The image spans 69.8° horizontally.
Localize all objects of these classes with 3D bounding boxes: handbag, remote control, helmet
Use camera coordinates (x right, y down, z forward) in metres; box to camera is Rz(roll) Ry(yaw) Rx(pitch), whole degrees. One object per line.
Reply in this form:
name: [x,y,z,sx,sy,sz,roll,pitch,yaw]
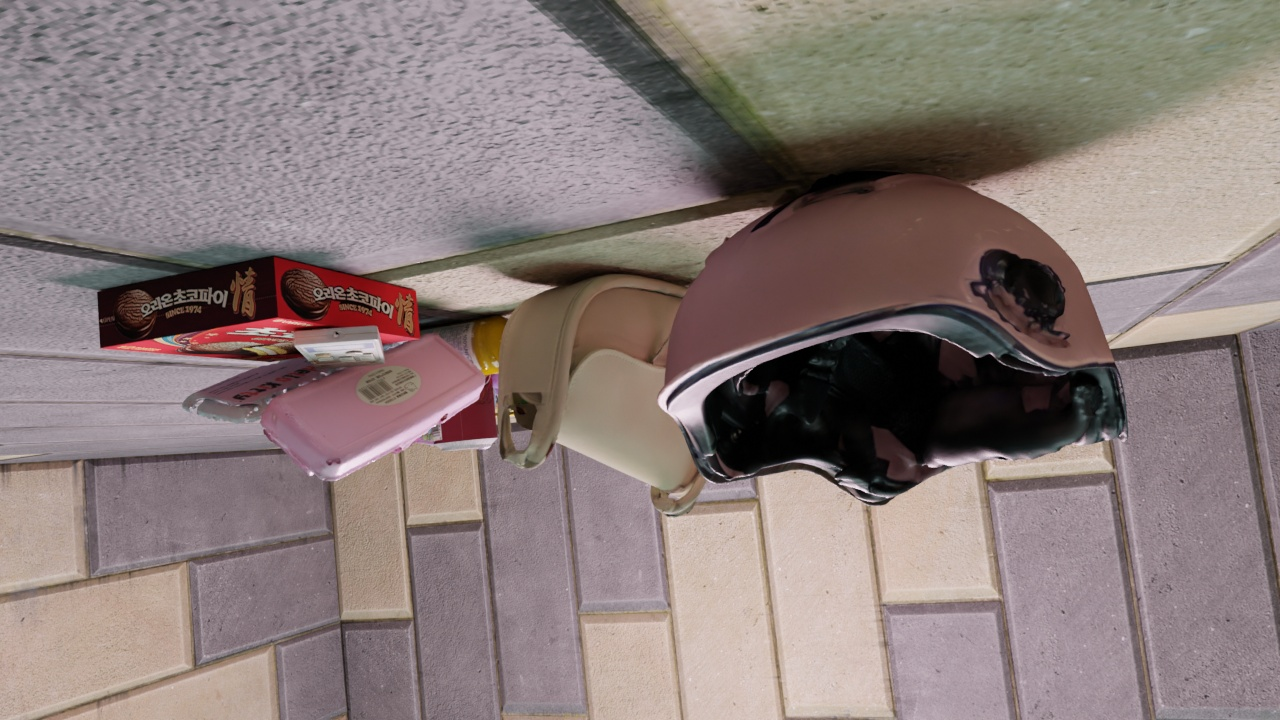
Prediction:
handbag: [0.006,0.014,0.702,0.132,0.183,0.229,-14,153,37]
remote control: [-0.204,-0.007,0.632,0.050,0.011,0.136,-5,174,-14]
helmet: [0.131,-0.017,0.513,0.255,0.152,0.231,10,158,-26]

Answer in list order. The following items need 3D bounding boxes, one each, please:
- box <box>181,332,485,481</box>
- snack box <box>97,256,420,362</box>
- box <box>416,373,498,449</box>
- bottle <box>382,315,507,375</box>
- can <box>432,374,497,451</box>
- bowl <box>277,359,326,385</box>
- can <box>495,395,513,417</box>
box: [-0.231,0.017,0.727,0.156,0.059,0.200,26,-154,15]
snack box: [-0.248,-0.029,0.618,0.133,0.036,0.152,-8,174,17]
box: [-0.222,0.055,1.054,0.215,0.092,0.089,1,171,37]
bottle: [-0.158,-0.010,0.835,0.186,0.053,0.053,-9,174,20]
can: [-0.180,0.032,0.923,0.063,0.114,0.063,-6,175,-1]
bowl: [-0.323,0.017,0.933,0.105,0.054,0.105,-5,173,-1]
can: [-0.131,0.026,1.153,0.130,0.072,0.101,-4,172,-21]
